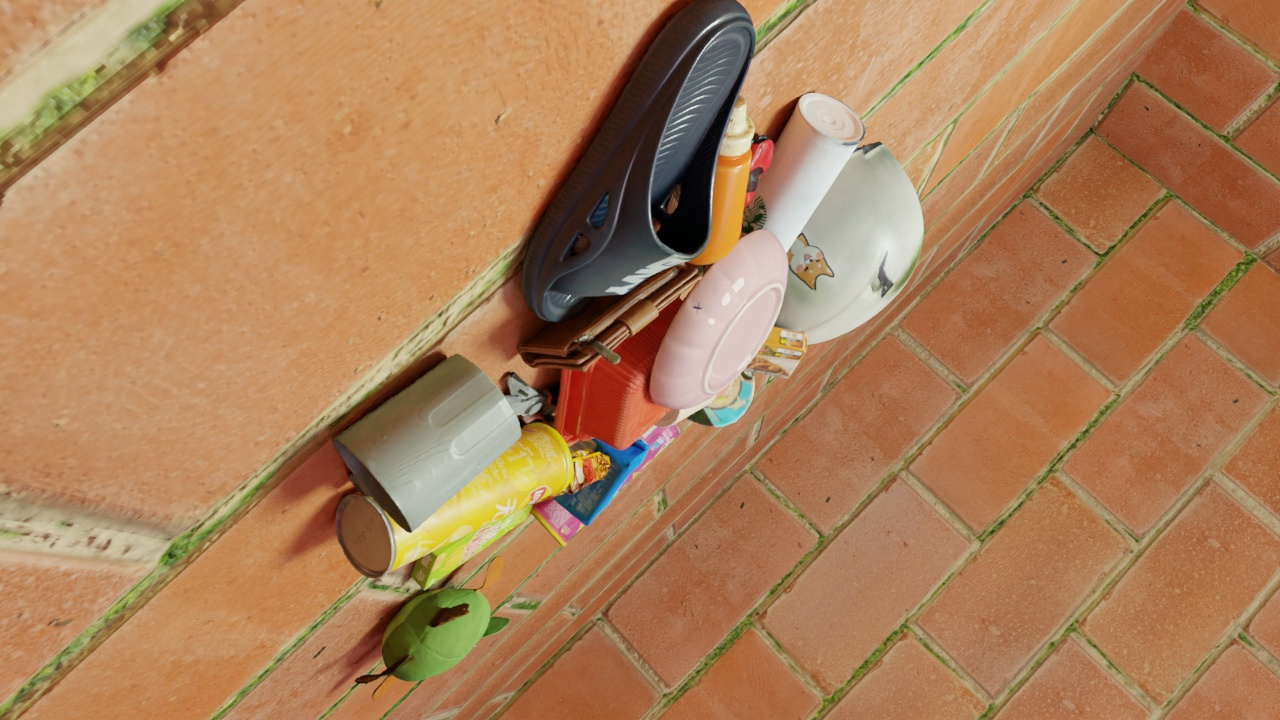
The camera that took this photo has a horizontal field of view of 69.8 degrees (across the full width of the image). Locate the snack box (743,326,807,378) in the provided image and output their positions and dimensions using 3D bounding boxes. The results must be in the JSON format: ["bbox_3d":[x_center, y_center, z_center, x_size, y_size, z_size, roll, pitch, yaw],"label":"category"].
[{"bbox_3d":[0.104,-0.018,1.037,0.075,0.153,0.026,105,-6,-64],"label":"snack box"}]

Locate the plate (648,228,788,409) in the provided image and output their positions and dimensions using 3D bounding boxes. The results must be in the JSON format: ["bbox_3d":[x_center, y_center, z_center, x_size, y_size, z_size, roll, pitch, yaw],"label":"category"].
[{"bbox_3d":[0.082,-0.029,0.851,0.192,0.039,0.193,-45,157,-25],"label":"plate"}]

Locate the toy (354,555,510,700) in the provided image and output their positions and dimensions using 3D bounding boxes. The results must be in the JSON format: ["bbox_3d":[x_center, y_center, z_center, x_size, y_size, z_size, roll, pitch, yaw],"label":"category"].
[{"bbox_3d":[-0.244,0.326,1.108,0.227,0.090,0.247,-44,169,-3],"label":"toy"}]

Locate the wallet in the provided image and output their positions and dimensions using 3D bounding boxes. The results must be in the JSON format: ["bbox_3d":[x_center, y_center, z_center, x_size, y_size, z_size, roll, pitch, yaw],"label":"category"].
[{"bbox_3d":[-0.024,-0.038,0.734,0.130,0.035,0.119,-39,-156,-22],"label":"wallet"}]

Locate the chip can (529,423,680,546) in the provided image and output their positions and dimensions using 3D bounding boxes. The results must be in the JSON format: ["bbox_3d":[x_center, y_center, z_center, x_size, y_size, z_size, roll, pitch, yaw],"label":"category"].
[{"bbox_3d":[-0.046,0.141,1.177,0.210,0.071,0.071,-42,165,-13],"label":"chip can"}]

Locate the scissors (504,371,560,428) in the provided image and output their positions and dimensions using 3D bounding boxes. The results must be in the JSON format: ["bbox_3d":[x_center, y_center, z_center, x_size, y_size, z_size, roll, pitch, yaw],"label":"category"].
[{"bbox_3d":[-0.092,0.036,0.882,0.205,0.015,0.202,-32,161,-39],"label":"scissors"}]

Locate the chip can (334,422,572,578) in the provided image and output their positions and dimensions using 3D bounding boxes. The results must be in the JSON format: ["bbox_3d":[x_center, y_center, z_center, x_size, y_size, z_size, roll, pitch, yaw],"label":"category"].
[{"bbox_3d":[-0.151,0.114,0.787,0.212,0.072,0.072,-20,151,-52],"label":"chip can"}]

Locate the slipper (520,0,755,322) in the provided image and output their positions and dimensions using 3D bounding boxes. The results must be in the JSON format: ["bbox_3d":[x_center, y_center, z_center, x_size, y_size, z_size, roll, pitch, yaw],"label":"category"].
[{"bbox_3d":[0.007,-0.109,0.620,0.110,0.083,0.269,-24,154,-51],"label":"slipper"}]

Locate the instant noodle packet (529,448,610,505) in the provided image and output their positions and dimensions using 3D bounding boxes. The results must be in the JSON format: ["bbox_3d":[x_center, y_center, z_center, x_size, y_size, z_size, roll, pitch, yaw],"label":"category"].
[{"bbox_3d":[-0.107,0.126,0.948,0.129,0.044,0.110,-17,172,18],"label":"instant noodle packet"}]

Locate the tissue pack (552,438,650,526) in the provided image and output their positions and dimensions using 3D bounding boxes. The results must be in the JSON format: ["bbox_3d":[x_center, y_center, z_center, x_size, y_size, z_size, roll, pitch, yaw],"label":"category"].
[{"bbox_3d":[-0.057,0.115,1.035,0.052,0.095,0.158,-37,165,-51],"label":"tissue pack"}]

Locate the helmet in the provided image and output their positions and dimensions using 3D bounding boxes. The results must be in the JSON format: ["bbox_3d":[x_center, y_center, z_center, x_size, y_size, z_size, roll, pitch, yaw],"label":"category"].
[{"bbox_3d":[0.221,-0.111,1.057,0.229,0.157,0.275,-24,154,-54],"label":"helmet"}]

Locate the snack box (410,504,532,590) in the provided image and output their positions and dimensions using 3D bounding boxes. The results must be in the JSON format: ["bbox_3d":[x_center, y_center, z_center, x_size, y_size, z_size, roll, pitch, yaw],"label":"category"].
[{"bbox_3d":[-0.182,0.188,1.027,0.156,0.026,0.086,-32,160,-41],"label":"snack box"}]

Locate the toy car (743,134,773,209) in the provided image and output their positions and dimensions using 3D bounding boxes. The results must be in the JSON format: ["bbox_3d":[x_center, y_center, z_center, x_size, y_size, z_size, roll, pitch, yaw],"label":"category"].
[{"bbox_3d":[0.084,-0.153,0.818,0.106,0.031,0.049,-55,164,27],"label":"toy car"}]

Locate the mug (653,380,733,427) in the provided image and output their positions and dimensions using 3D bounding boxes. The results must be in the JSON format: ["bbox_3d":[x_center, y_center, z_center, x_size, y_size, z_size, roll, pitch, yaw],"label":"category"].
[{"bbox_3d":[0.039,0.029,1.117,0.115,0.081,0.105,-18,-173,45],"label":"mug"}]

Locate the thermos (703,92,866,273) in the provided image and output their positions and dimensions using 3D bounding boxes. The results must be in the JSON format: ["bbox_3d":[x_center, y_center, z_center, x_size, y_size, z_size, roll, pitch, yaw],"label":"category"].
[{"bbox_3d":[0.129,-0.148,0.888,0.073,0.073,0.225,-33,162,-40],"label":"thermos"}]

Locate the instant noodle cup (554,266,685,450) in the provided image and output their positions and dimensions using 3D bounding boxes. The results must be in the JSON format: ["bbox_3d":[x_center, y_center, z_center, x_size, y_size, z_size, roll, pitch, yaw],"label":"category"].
[{"bbox_3d":[-0.005,0.005,0.885,0.164,0.079,0.189,-40,155,-34],"label":"instant noodle cup"}]

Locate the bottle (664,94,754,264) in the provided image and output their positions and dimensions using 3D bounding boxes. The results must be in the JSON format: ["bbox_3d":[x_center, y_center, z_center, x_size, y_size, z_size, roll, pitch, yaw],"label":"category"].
[{"bbox_3d":[0.057,-0.143,0.719,0.066,0.067,0.150,-36,156,-32],"label":"bottle"}]

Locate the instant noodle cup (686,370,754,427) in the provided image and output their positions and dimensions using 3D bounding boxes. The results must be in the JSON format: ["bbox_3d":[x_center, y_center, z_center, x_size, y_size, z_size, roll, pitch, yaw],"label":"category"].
[{"bbox_3d":[0.095,0.039,1.239,0.111,0.111,0.120,-44,173,-4],"label":"instant noodle cup"}]

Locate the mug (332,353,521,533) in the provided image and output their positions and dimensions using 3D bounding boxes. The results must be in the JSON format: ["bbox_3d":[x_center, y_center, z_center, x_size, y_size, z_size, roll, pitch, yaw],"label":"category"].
[{"bbox_3d":[-0.156,0.058,0.662,0.103,0.083,0.124,-40,-168,-23],"label":"mug"}]
